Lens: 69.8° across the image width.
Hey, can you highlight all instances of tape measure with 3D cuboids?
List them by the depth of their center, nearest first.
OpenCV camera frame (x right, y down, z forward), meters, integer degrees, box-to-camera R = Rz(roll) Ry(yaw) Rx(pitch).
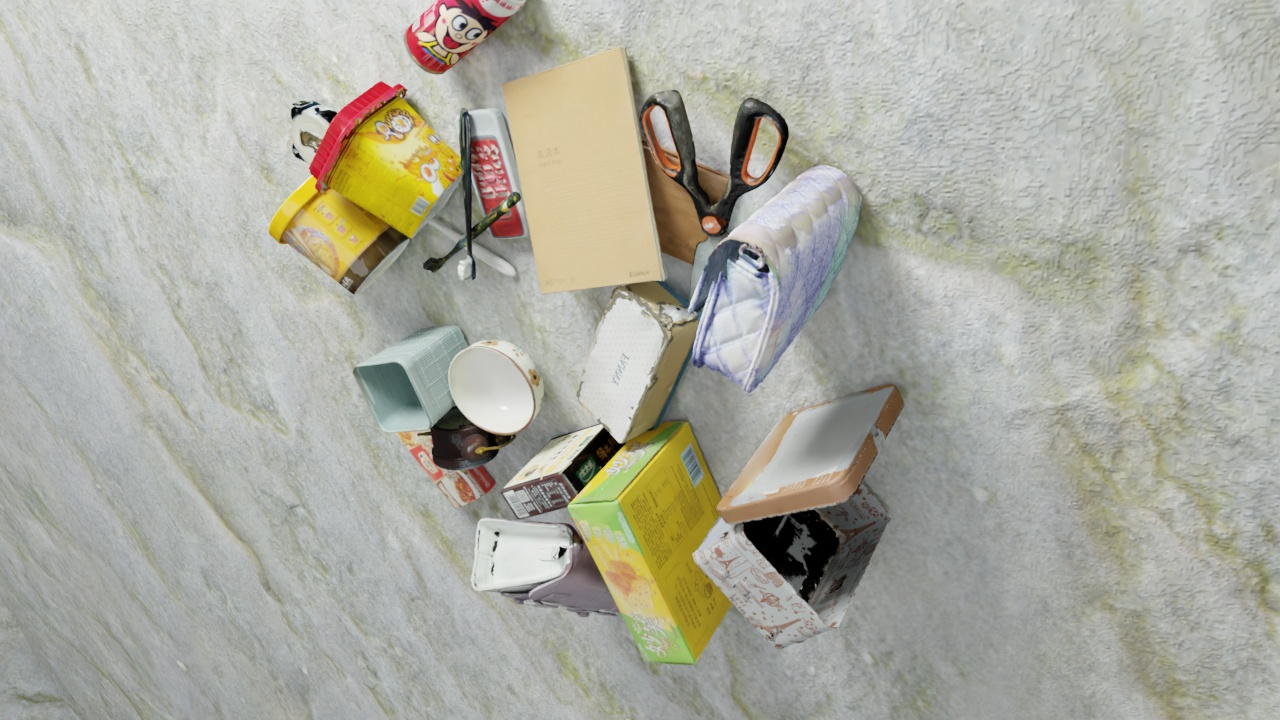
[{"bbox_3d":[-0.360,-0.252,1.032,0.066,0.033,0.066,24,129,18],"label":"tape measure"}]

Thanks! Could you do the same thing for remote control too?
[{"bbox_3d":[-0.151,-0.191,0.949,0.056,0.020,0.136,3,119,31],"label":"remote control"}]

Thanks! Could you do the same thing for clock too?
[{"bbox_3d":[-0.207,0.094,1.119,0.122,0.081,0.055,8,115,31],"label":"clock"}]

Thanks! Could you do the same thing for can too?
[{"bbox_3d":[-0.161,-0.322,0.853,0.133,0.053,0.053,-23,104,39],"label":"can"}]

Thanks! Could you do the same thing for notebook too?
[{"bbox_3d":[-0.057,-0.172,0.875,0.150,0.012,0.211,-4,101,35],"label":"notebook"}]

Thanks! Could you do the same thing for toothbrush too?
[{"bbox_3d":[-0.181,-0.168,0.948,0.016,0.018,0.181,22,119,36],"label":"toothbrush"},{"bbox_3d":[-0.184,-0.135,0.983,0.186,0.017,0.012,-27,59,45],"label":"toothbrush"},{"bbox_3d":[-0.211,-0.144,1.021,0.180,0.016,0.016,33,134,8],"label":"toothbrush"}]

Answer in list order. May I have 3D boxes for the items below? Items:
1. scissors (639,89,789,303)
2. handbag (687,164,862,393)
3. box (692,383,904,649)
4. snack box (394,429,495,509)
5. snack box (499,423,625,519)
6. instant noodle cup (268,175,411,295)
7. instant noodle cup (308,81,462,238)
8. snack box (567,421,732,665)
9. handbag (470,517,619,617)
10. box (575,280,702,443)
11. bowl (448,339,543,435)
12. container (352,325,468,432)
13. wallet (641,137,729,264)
[{"bbox_3d":[0.071,-0.142,0.820,0.211,0.021,0.222,-22,110,42],"label":"scissors"},{"bbox_3d":[0.109,-0.071,0.749,0.075,0.193,0.134,27,128,16],"label":"handbag"},{"bbox_3d":[0.173,0.129,0.845,0.156,0.182,0.194,48,134,-3],"label":"box"},{"bbox_3d":[-0.262,0.121,1.205,0.075,0.025,0.153,-30,100,39],"label":"snack box"},{"bbox_3d":[-0.080,0.117,1.032,0.126,0.113,0.053,-19,107,38],"label":"snack box"},{"bbox_3d":[-0.331,-0.145,1.032,0.114,0.118,0.119,43,131,-9],"label":"instant noodle cup"},{"bbox_3d":[-0.256,-0.204,0.955,0.123,0.115,0.116,38,132,-10],"label":"instant noodle cup"},{"bbox_3d":[0.027,0.194,0.984,0.070,0.157,0.210,-10,112,37],"label":"snack box"},{"bbox_3d":[-0.075,0.239,1.054,0.145,0.098,0.197,-15,153,31],"label":"handbag"},{"bbox_3d":[-0.006,0.005,0.943,0.090,0.059,0.185,45,137,21],"label":"box"},{"bbox_3d":[-0.157,0.023,1.054,0.113,0.062,0.114,11,120,20],"label":"bowl"},{"bbox_3d":[-0.259,0.018,1.083,0.090,0.111,0.090,-6,114,33],"label":"container"},{"bbox_3d":[0.027,-0.148,0.869,0.115,0.020,0.101,24,129,14],"label":"wallet"}]
